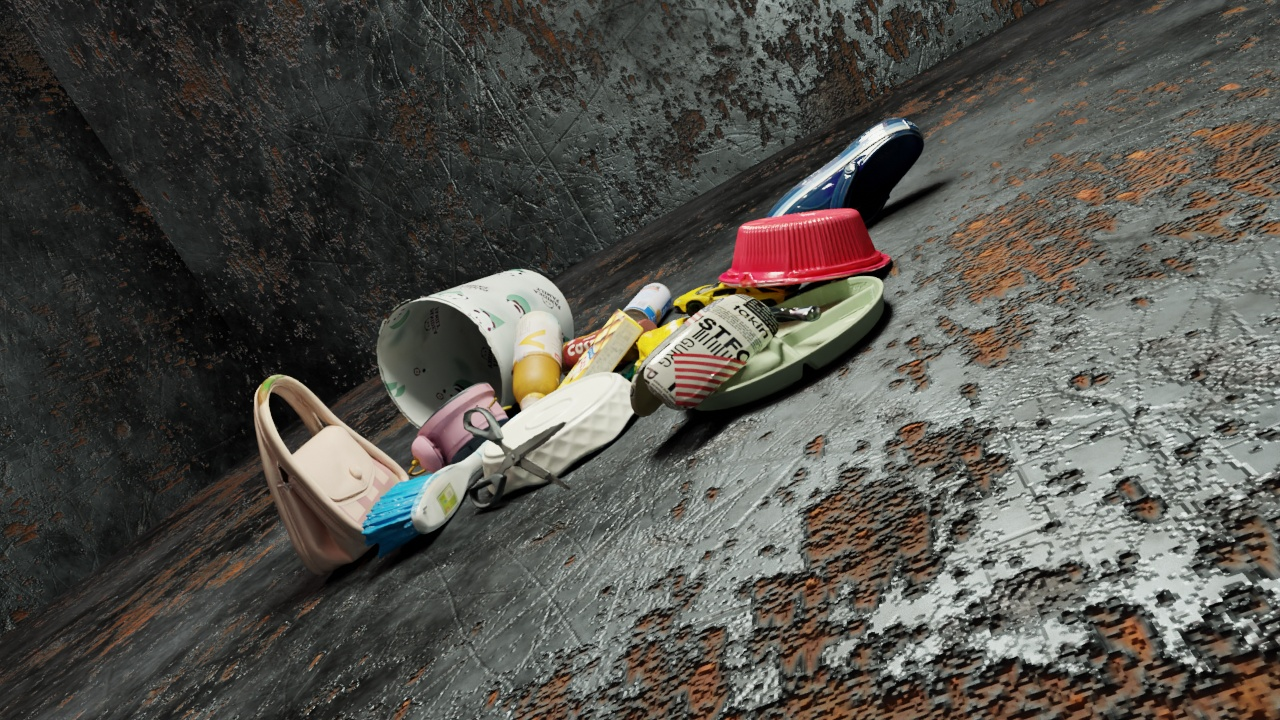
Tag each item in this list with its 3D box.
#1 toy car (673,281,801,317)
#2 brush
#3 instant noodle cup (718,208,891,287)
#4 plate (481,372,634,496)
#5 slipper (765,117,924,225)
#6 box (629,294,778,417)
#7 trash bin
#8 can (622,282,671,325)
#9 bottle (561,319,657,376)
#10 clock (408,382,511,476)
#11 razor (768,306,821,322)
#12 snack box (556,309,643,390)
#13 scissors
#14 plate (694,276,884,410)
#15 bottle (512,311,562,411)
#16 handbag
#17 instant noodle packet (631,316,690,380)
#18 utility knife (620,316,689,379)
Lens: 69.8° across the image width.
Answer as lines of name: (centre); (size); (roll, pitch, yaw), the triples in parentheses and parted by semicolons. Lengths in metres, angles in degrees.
toy car: (0.112, -0.073, 1.076); (0.156, 0.041, 0.071); (0, 17, 24)
brush: (-0.223, 0.138, 1.111); (0.109, 0.060, 0.314); (-22, 11, 14)
instant noodle cup: (0.181, -0.131, 1.035); (0.194, 0.066, 0.193); (-8, 11, 1)
plate: (-0.093, 0.076, 1.040); (0.205, 0.045, 0.204); (-29, 14, 8)
slipper: (0.286, -0.220, 1.257); (0.253, 0.105, 0.095); (-40, 49, 24)
box: (0.056, 0.000, 0.875); (0.162, 0.076, 0.088); (-42, -12, -32)
trash bin: (-0.243, -0.025, 1.450); (0.230, 0.229, 0.251); (-23, 8, 32)
can: (0.009, -0.077, 1.415); (0.053, 0.053, 0.134); (-25, 13, 25)
bottle: (-0.045, -0.017, 1.291); (0.175, 0.057, 0.057); (-18, 17, 46)
clock: (-0.247, 0.100, 1.221); (0.158, 0.060, 0.117); (-39, -8, -1)
razor: (0.131, -0.043, 0.914); (0.042, 0.022, 0.143); (-38, 14, -23)
snack box: (-0.054, 0.001, 1.183); (0.140, 0.033, 0.087); (-55, 12, 4)
scissors: (-0.133, 0.098, 0.951); (0.014, 0.159, 0.181); (-4, -39, -48)
plate: (0.138, -0.016, 0.909); (0.230, 0.027, 0.230); (-29, 11, 6)
bottle: (-0.143, 0.010, 1.276); (0.068, 0.068, 0.189); (-27, 39, 19)
handbag: (-0.391, 0.123, 1.118); (0.093, 0.234, 0.193); (-31, 12, 8)
instant noodle packet: (0.044, -0.014, 1.081); (0.111, 0.044, 0.128); (-23, 15, 9)
utility knife: (-0.007, 0.007, 1.185); (0.221, 0.013, 0.029); (-44, 13, -29)
